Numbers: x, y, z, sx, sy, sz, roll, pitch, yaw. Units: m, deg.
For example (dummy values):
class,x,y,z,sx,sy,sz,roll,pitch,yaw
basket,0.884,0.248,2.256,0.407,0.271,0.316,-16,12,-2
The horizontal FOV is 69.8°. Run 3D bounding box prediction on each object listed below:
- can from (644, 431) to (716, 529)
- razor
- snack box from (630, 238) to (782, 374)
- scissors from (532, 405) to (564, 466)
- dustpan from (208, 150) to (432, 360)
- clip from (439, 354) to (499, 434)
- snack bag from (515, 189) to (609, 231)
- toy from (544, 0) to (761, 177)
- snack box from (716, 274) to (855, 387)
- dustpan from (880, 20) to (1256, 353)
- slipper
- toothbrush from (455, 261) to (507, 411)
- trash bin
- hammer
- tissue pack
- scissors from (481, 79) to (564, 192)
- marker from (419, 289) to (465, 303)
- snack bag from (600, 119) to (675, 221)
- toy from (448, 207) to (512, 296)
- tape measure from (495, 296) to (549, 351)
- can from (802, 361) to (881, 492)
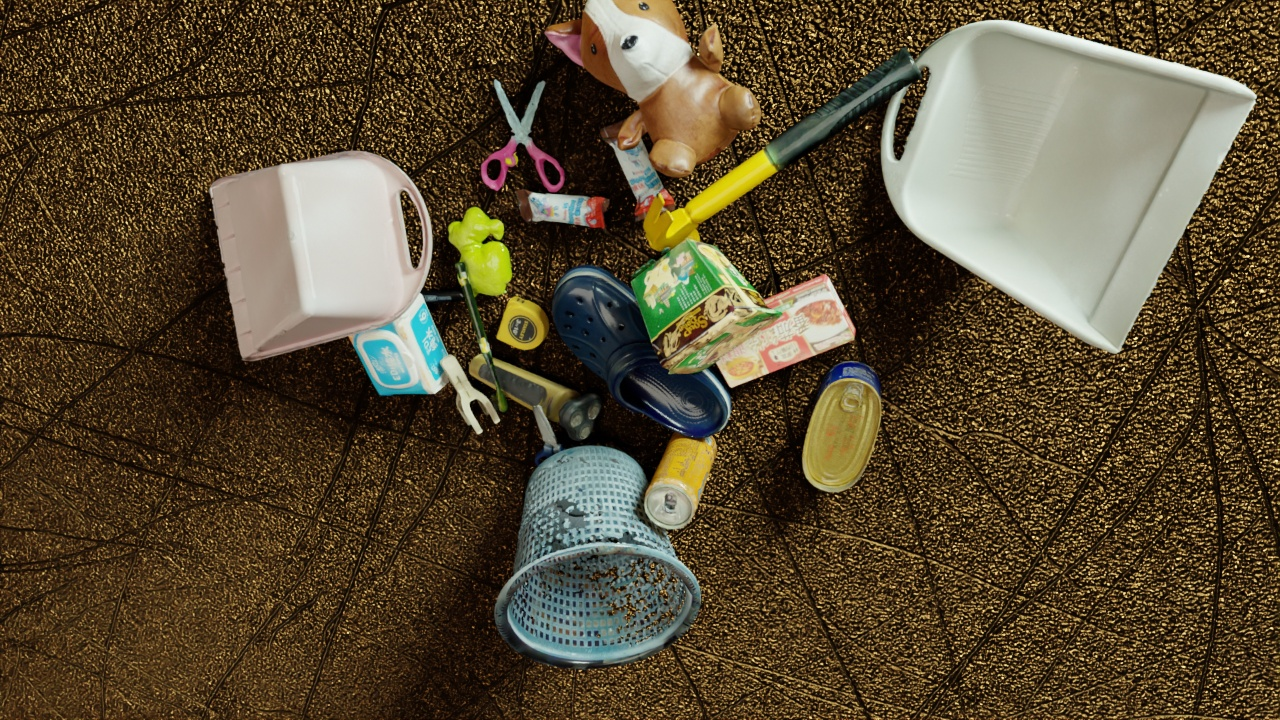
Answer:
class,x,y,z,sx,sy,sz,roll,pitch,yaw
can,0.047,0.130,1.046,0.058,0.145,0.058,6,114,13
razor,-0.129,0.038,1.103,0.167,0.067,0.062,25,99,10
snack box,0.061,-0.061,0.956,0.118,0.117,0.105,-35,75,23
scissors,-0.119,0.098,1.113,0.106,0.012,0.175,-8,141,32
dustpan,-0.371,-0.124,1.069,0.274,0.138,0.222,-5,94,47
clip,-0.206,0.047,1.118,0.035,0.096,0.101,-30,136,-15
snack bag,-0.083,-0.165,0.998,0.105,0.026,0.045,8,142,12
toy,0.012,-0.272,0.864,0.140,0.130,0.199,-35,94,13
snack box,0.149,-0.030,1.002,0.153,0.025,0.075,-23,108,25
dustpan,0.322,-0.168,0.784,0.142,0.257,0.223,5,121,-13
slipper,-0.006,0.006,1.031,0.253,0.095,0.105,41,118,-11
toothbrush,-0.187,-0.025,1.070,0.017,0.012,0.186,4,115,43
trash bin,-0.057,0.215,1.075,0.226,0.194,0.227,-4,131,-5
hammer,0.127,-0.194,0.879,0.301,0.128,0.033,-32,78,22
tissue pack,-0.295,-0.019,1.107,0.090,0.063,0.140,-3,127,19
scissors,-0.121,-0.234,0.981,0.125,0.017,0.134,30,118,1
marker,-0.268,-0.076,1.107,0.124,0.015,0.018,0,121,17
snack bag,-0.002,-0.200,0.957,0.048,0.026,0.104,-18,112,11
toy,-0.181,-0.120,1.049,0.097,0.031,0.100,-31,101,31
tape measure,-0.136,-0.043,1.078,0.057,0.028,0.060,25,121,4
can,0.225,0.074,1.022,0.075,0.049,0.148,13,120,9
